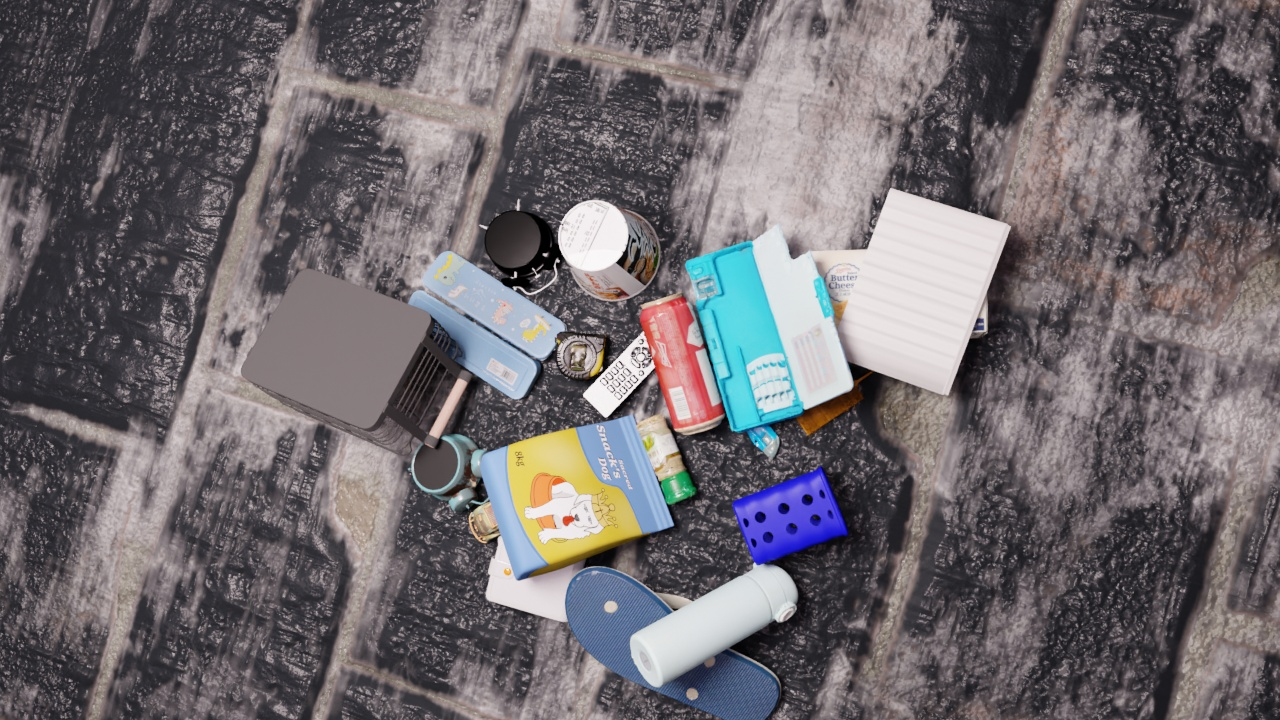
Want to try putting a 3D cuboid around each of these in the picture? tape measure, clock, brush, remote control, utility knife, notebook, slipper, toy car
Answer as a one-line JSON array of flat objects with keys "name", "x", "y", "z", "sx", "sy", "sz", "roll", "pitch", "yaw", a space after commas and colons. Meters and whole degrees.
[{"name": "tape measure", "x": -0.080, "y": -0.005, "z": 1.184, "sx": 0.067, "sy": 0.038, "sz": 0.062, "roll": 6, "pitch": 92, "yaw": -1}, {"name": "clock", "x": -0.243, "y": 0.145, "z": 1.197, "sx": 0.124, "sy": 0.053, "sz": 0.090, "roll": 25, "pitch": 89, "yaw": 23}, {"name": "brush", "x": 0.247, "y": 0.039, "z": 1.131, "sx": 0.126, "sy": 0.017, "sz": 0.048, "roll": -35, "pitch": 80, "yaw": 7}, {"name": "remote control", "x": -0.007, "y": 0.007, "z": 1.183, "sx": 0.150, "sy": 0.022, "sz": 0.047, "roll": -46, "pitch": 79, "yaw": 3}, {"name": "utility knife", "x": 0.114, "y": 0.052, "z": 1.159, "sx": 0.031, "sy": 0.015, "sz": 0.174, "roll": -44, "pitch": 78, "yaw": 0}, {"name": "notebook", "x": 0.324, "y": -0.081, "z": 1.071, "sx": 0.143, "sy": 0.009, "sz": 0.209, "roll": 20, "pitch": 90, "yaw": 12}, {"name": "slipper", "x": 0.036, "y": 0.352, "z": 1.131, "sx": 0.295, "sy": 0.060, "sz": 0.118, "roll": 30, "pitch": 97, "yaw": -1}, {"name": "clock", "x": -0.155, "y": -0.145, "z": 1.211, "sx": 0.091, "sy": 0.042, "sz": 0.120, "roll": -31, "pitch": 81, "yaw": 7}, {"name": "toy car", "x": -0.175, "y": 0.196, "z": 1.187, "sx": 0.112, "sy": 0.047, "sz": 0.047, "roll": -30, "pitch": 80, "yaw": 6}]

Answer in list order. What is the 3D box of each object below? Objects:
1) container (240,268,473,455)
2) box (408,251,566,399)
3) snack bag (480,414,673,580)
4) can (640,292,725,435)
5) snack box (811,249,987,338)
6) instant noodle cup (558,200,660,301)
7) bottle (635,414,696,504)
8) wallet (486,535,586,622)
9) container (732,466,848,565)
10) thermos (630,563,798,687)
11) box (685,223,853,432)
[{"name": "container", "x": -0.359, "y": 0.006, "z": 1.170, "sx": 0.241, "sy": 0.130, "sz": 0.162, "roll": 20, "pitch": 73, "yaw": 18}, {"name": "box", "x": -0.212, "y": -0.049, "z": 1.220, "sx": 0.209, "sy": 0.034, "sz": 0.127, "roll": 32, "pitch": 93, "yaw": 10}, {"name": "snack bag", "x": -0.078, "y": 0.165, "z": 1.138, "sx": 0.205, "sy": 0.102, "sz": 0.159, "roll": -16, "pitch": 74, "yaw": -17}, {"name": "can", "x": 0.051, "y": 0.004, "z": 1.133, "sx": 0.067, "sy": 0.067, "sz": 0.170, "roll": -17, "pitch": 94, "yaw": 9}, {"name": "snack box", "x": 0.306, "y": -0.079, "z": 1.109, "sx": 0.208, "sy": 0.057, "sz": 0.104, "roll": -1, "pitch": 85, "yaw": 11}, {"name": "instant noodle cup", "x": -0.045, "y": -0.144, "z": 1.149, "sx": 0.124, "sy": 0.121, "sz": 0.123, "roll": -1, "pitch": 85, "yaw": 11}, {"name": "bottle", "x": 0.032, "y": 0.124, "z": 1.154, "sx": 0.043, "sy": 0.043, "sz": 0.111, "roll": -24, "pitch": 81, "yaw": 8}, {"name": "wallet", "x": -0.133, "y": 0.263, "z": 1.179, "sx": 0.118, "sy": 0.037, "sz": 0.115, "roll": 14, "pitch": 89, "yaw": 8}, {"name": "container", "x": 0.179, "y": 0.186, "z": 1.100, "sx": 0.114, "sy": 0.085, "sz": 0.084, "roll": -22, "pitch": 81, "yaw": 10}, {"name": "thermos", "x": 0.090, "y": 0.305, "z": 1.072, "sx": 0.206, "sy": 0.065, "sz": 0.078, "roll": -21, "pitch": 40, "yaw": -26}, {"name": "box", "x": 0.160, "y": -0.043, "z": 1.119, "sx": 0.182, "sy": 0.071, "sz": 0.227, "roll": -23, "pitch": 75, "yaw": 31}]
